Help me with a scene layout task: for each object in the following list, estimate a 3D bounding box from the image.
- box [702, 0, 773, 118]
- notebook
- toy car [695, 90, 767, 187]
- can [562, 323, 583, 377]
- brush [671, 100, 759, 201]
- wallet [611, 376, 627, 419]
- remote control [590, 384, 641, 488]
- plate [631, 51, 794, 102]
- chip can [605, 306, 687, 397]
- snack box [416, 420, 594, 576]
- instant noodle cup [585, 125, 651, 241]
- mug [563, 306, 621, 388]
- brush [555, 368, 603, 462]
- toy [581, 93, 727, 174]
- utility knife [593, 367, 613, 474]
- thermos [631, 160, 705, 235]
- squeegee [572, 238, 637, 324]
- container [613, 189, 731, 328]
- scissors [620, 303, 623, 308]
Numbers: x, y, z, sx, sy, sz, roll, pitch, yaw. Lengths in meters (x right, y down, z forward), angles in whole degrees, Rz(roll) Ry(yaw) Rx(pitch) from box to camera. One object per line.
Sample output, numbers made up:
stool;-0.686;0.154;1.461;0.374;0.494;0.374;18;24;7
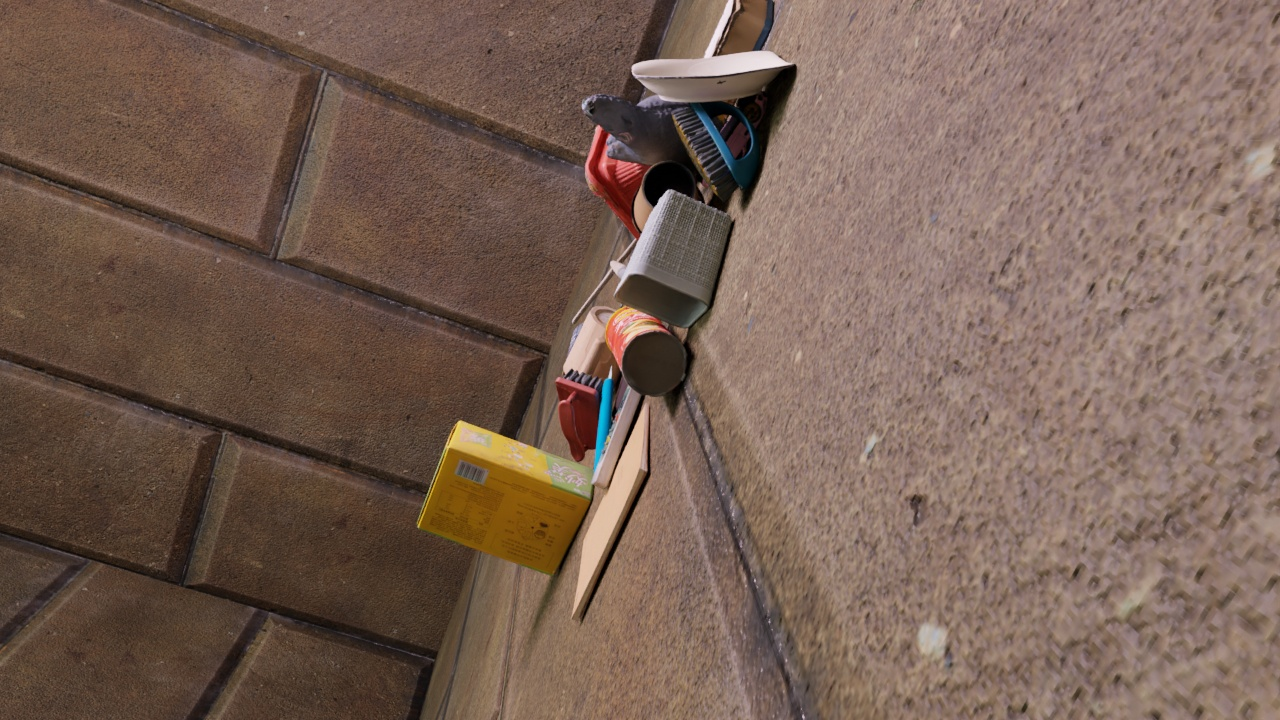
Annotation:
box;0.118;-0.403;1.216;0.185;0.059;0.089;121;165;-45
notebook;-0.032;0.170;1.043;0.149;0.012;0.212;-86;18;-65
toy car;0.105;-0.248;1.032;0.123;0.037;0.056;-54;20;20
can;-0.083;-0.006;1.515;0.111;0.075;0.075;-82;14;-53
brush;0.085;-0.231;0.966;0.073;0.055;0.143;-30;48;10
wallet;-0.007;0.007;1.214;0.096;0.020;0.123;-75;9;-47
remote control;-0.030;0.093;1.134;0.056;0.019;0.135;144;148;-81
plate;0.074;-0.304;0.987;0.164;0.163;0.034;-97;2;-65
chip can;0.002;-0.015;1.025;0.216;0.073;0.073;-117;47;-79
snack box;-0.186;0.194;1.279;0.069;0.210;0.158;-83;16;-60
instant noodle cup;0.005;-0.254;1.328;0.079;0.189;0.164;-23;36;26
mug;-0.063;-0.009;1.346;0.104;0.084;0.124;-64;-3;27
brush;-0.083;0.082;1.280;0.069;0.063;0.146;-58;-23;-34
toy;0.037;-0.279;1.135;0.355;0.138;0.091;-10;-80;-70
utility knife;-0.046;0.083;1.206;0.034;0.018;0.166;117;159;-61
thermos;0.033;-0.189;1.087;0.143;0.093;0.093;71;-142;-86
squeegee;-0.024;-0.136;1.443;0.246;0.039;0.246;-52;20;5
container;0.038;-0.109;0.973;0.090;0.090;0.111;135;156;-70
scissors;-0.032;-0.074;1.467;0.147;0.012;0.169;101;176;-82
